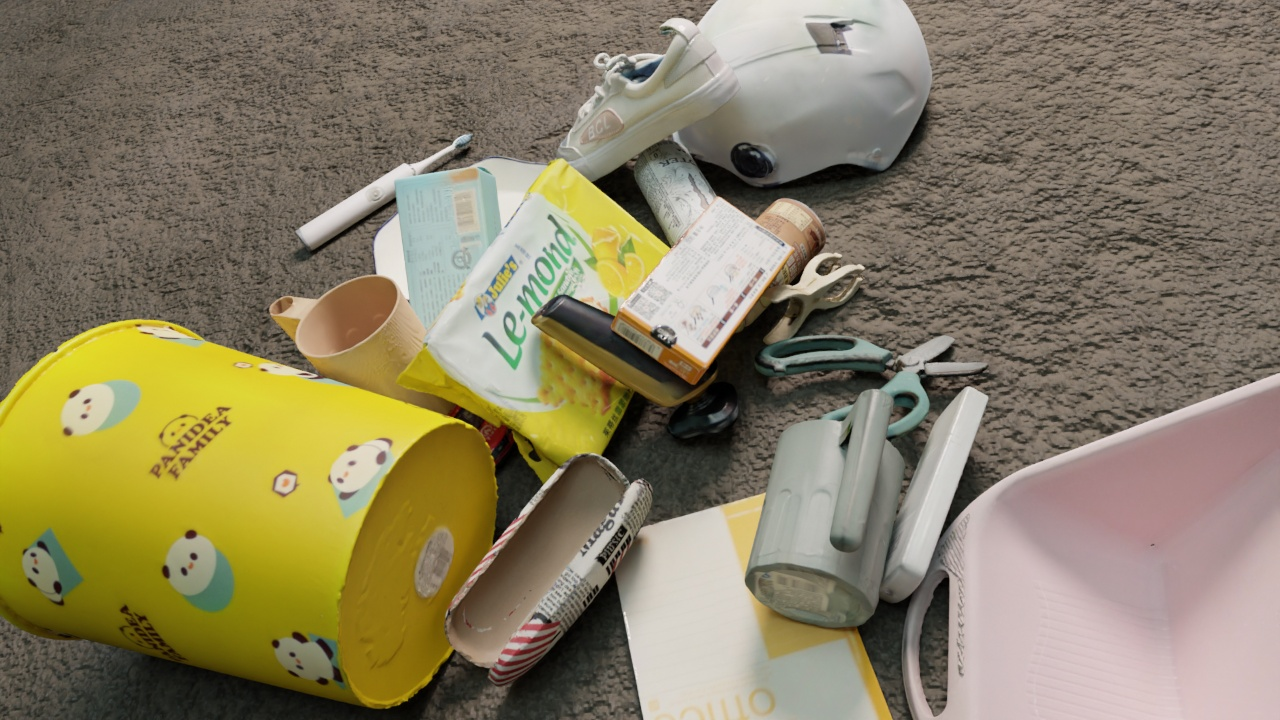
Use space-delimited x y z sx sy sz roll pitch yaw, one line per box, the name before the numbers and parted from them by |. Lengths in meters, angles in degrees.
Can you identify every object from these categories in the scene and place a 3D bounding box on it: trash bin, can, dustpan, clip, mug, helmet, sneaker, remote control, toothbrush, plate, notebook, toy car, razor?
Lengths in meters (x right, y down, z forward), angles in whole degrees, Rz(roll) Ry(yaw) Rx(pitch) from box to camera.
trash bin | -0.250 0.104 0.615 0.255 0.230 0.229 10 53 18
can | 0.041 -0.141 0.840 0.058 0.058 0.146 -22 47 -2
dustpan | 0.249 0.121 0.450 0.139 0.274 0.221 17 50 -1
clip | 0.137 -0.058 0.744 0.099 0.066 0.034 -30 47 -24
mug | -0.214 -0.002 0.709 0.125 0.103 0.084 7 52 30
helmet | 0.143 -0.291 0.880 0.259 0.146 0.228 7 52 23
sneaker | -0.019 -0.241 0.861 0.243 0.091 0.089 -15 30 50
remote control | 0.189 0.087 0.595 0.021 0.058 0.149 27 60 8
toothbrush | -0.275 -0.189 1.004 0.220 0.027 0.026 -37 16 -16
plate | -0.158 -0.117 0.891 0.205 0.046 0.204 -10 48 11
can | 0.100 -0.080 0.768 0.058 0.058 0.116 29 63 35
notebook | 0.064 0.180 0.583 0.146 0.010 0.206 -16 47 2
toy car | -0.156 0.052 0.744 0.121 0.045 0.052 18 59 27
razor | -0.004 0.004 0.680 0.068 0.167 0.062 -56 12 21
mug | 0.117 0.091 0.558 0.084 0.124 0.103 19 56 6

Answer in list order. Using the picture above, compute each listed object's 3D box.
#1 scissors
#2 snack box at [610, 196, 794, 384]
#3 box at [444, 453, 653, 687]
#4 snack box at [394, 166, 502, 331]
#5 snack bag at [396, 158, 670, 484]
scissors | 0.155 0.010 0.679 0.169 0.019 0.181 -31 34 -33
snack box | 0.050 -0.056 0.684 0.075 0.026 0.153 35 54 5
box | -0.050 0.140 0.603 0.162 0.076 0.088 -50 24 -19
snack box | -0.155 -0.073 0.779 0.074 0.051 0.175 -7 91 11
snack bag | -0.065 -0.032 0.727 0.068 0.158 0.245 -32 25 53
